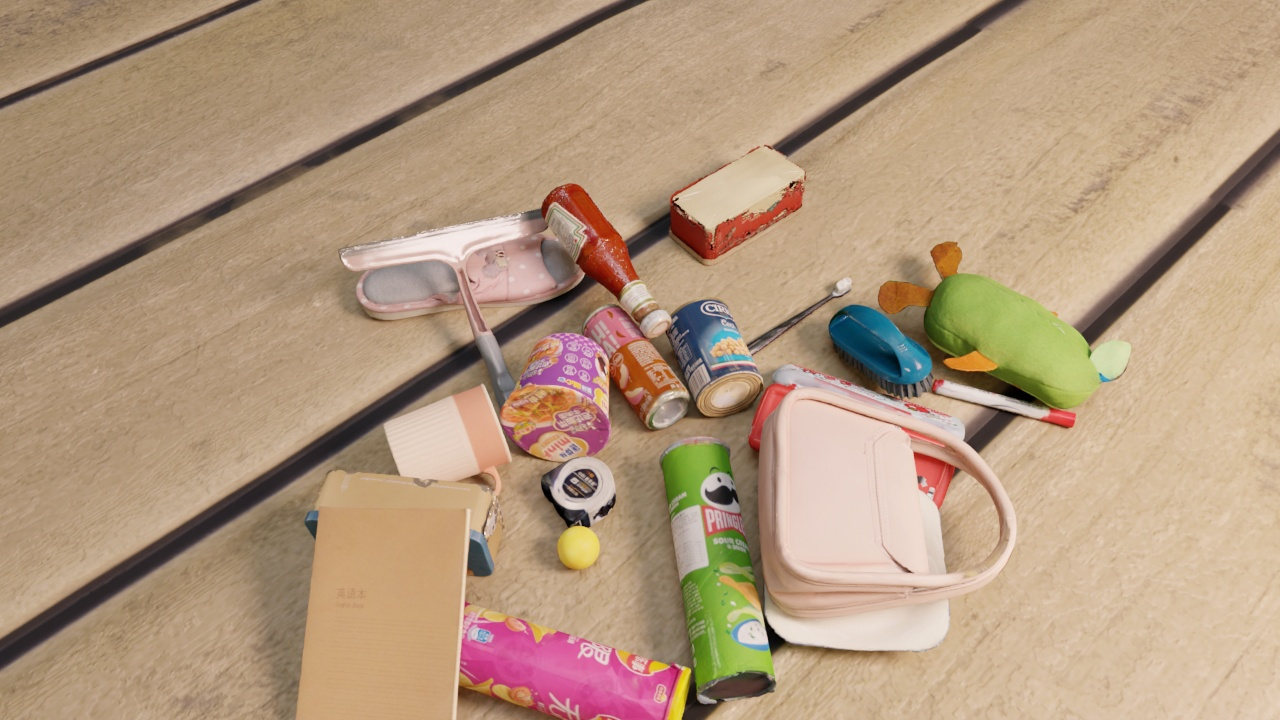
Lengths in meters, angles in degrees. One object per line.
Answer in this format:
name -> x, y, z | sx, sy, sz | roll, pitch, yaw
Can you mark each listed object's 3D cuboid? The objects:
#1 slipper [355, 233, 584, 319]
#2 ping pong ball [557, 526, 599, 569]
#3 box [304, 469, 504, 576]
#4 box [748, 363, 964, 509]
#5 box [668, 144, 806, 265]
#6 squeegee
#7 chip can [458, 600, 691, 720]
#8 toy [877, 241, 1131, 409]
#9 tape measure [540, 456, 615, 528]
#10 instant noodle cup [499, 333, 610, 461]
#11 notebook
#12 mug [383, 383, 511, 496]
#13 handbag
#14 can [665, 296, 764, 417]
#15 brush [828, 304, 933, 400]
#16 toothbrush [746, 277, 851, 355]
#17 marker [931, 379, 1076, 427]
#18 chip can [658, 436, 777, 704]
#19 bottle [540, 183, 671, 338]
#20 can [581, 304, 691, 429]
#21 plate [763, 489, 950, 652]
slipper -> -0.200, -0.108, 1.088 | 0.274, 0.054, 0.114 | -9, 51, -6
ping pong ball -> -0.059, 0.177, 0.867 | 0.040, 0.040, 0.040 | -1, 51, 1
box -> -0.223, 0.152, 0.862 | 0.184, 0.090, 0.060 | 2, 52, 7
box -> 0.223, 0.072, 0.944 | 0.201, 0.098, 0.118 | 19, 86, 15
box -> 0.122, -0.200, 1.138 | 0.168, 0.076, 0.091 | -33, 57, -21
squeegee -> -0.172, -0.032, 1.006 | 0.247, 0.040, 0.249 | -16, 75, -27
chip can -> -0.068, 0.266, 0.776 | 0.211, 0.071, 0.071 | 13, 53, 12
toy -> 0.385, -0.032, 0.988 | 0.226, 0.090, 0.247 | -26, 54, -36
tape measure -> -0.057, 0.130, 0.909 | 0.066, 0.034, 0.065 | -28, 58, -17
instant noodle cup -> -0.079, 0.032, 0.944 | 0.111, 0.112, 0.099 | 5, 45, 5
notebook -> -0.218, 0.230, 0.774 | 0.150, 0.012, 0.211 | -2, 77, 17
mug -> -0.188, 0.095, 0.919 | 0.105, 0.082, 0.114 | -20, 83, -12
handbag -> 0.223, 0.131, 0.824 | 0.234, 0.094, 0.192 | 5, 56, -1
can -> 0.078, -0.003, 0.983 | 0.075, 0.075, 0.111 | -14, 53, -9
brush -> 0.251, -0.019, 0.973 | 0.055, 0.073, 0.144 | -31, 37, -9
toothbrush -> 0.178, -0.048, 1.055 | 0.180, 0.018, 0.015 | -33, 61, -20
marker -> 0.384, 0.045, 0.974 | 0.145, 0.017, 0.017 | 15, 53, 13
chip can -> 0.066, 0.186, 0.837 | 0.072, 0.072, 0.235 | -6, 52, -3
bottle -> -0.036, -0.110, 1.017 | 0.059, 0.060, 0.206 | -29, 67, -20
can -> -0.006, 0.006, 0.990 | 0.057, 0.058, 0.147 | -25, 55, -17
plate -> 0.196, 0.190, 0.847 | 0.164, 0.034, 0.163 | 2, 55, 7
